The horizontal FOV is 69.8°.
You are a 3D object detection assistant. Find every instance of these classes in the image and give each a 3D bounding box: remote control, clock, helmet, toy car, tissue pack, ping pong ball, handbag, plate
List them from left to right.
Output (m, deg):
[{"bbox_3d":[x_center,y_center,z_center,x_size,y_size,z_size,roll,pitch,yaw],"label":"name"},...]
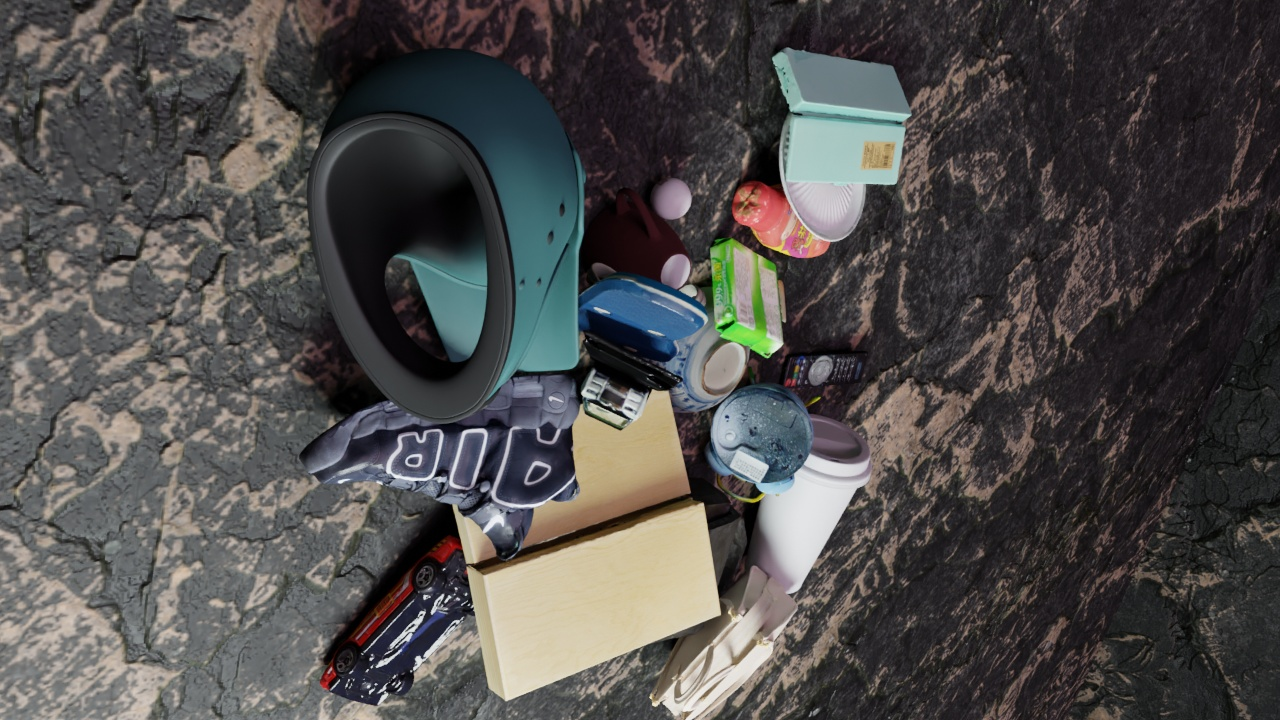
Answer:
[{"bbox_3d":[-0.222,0.253,0.887,0.189,0.056,0.081,-48,134,-2],"label":"toy car"},{"bbox_3d":[-0.128,-0.089,0.685,0.199,0.176,0.275,-64,152,-64],"label":"helmet"},{"bbox_3d":[-0.019,0.026,0.837,0.192,0.094,0.071,124,-10,-87],"label":"toy car"},{"bbox_3d":[0.029,-0.157,0.892,0.040,0.040,0.040,-20,125,-33],"label":"ping pong ball"},{"bbox_3d":[0.049,0.242,1.084,0.199,0.102,0.197,1,112,-41],"label":"handbag"},{"bbox_3d":[0.093,0.362,1.119,0.195,0.101,0.197,-52,168,17],"label":"handbag"},{"bbox_3d":[0.116,-0.068,0.989,0.099,0.034,0.113,21,59,-45],"label":"tissue pack"},{"bbox_3d":[0.138,0.096,1.077,0.162,0.118,0.060,-67,171,19],"label":"clock"},{"bbox_3d":[0.196,-0.206,0.992,0.156,0.014,0.157,4,85,-43],"label":"plate"},{"bbox_3d":[0.235,0.010,1.182,0.140,0.021,0.045,-3,114,-35],"label":"remote control"}]

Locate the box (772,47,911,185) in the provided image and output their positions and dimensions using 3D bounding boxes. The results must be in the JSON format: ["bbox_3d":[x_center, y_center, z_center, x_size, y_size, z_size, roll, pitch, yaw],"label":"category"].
[{"bbox_3d":[0.218,-0.255,0.976,0.186,0.052,0.138,-9,89,-38],"label":"box"}]

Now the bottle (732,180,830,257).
[{"bbox_3d":[0.155,-0.156,0.998,0.134,0.048,0.071,12,101,-44],"label":"bottle"}]

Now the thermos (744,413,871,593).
[{"bbox_3d":[0.205,0.191,1.189,0.131,0.131,0.222,-8,125,-38],"label":"thermos"}]

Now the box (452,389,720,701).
[{"bbox_3d":[-0.054,0.168,0.907,0.246,0.068,0.253,-13,87,-31],"label":"box"}]

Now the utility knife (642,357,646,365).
[{"bbox_3d":[-0.006,0.006,0.968,0.028,0.020,0.173,-19,125,-31],"label":"utility knife"}]

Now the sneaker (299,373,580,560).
[{"bbox_3d":[-0.154,0.102,0.783,0.251,0.097,0.150,-10,81,-35],"label":"sneaker"}]

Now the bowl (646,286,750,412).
[{"bbox_3d":[0.075,-0.001,1.006,0.150,0.057,0.151,-21,125,-32],"label":"bowl"}]

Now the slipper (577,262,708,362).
[{"bbox_3d":[-0.003,-0.050,0.794,0.118,0.295,0.060,18,82,-7],"label":"slipper"}]

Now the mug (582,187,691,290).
[{"bbox_3d":[0.003,-0.108,0.861,0.087,0.088,0.114,-32,130,-25],"label":"mug"}]
